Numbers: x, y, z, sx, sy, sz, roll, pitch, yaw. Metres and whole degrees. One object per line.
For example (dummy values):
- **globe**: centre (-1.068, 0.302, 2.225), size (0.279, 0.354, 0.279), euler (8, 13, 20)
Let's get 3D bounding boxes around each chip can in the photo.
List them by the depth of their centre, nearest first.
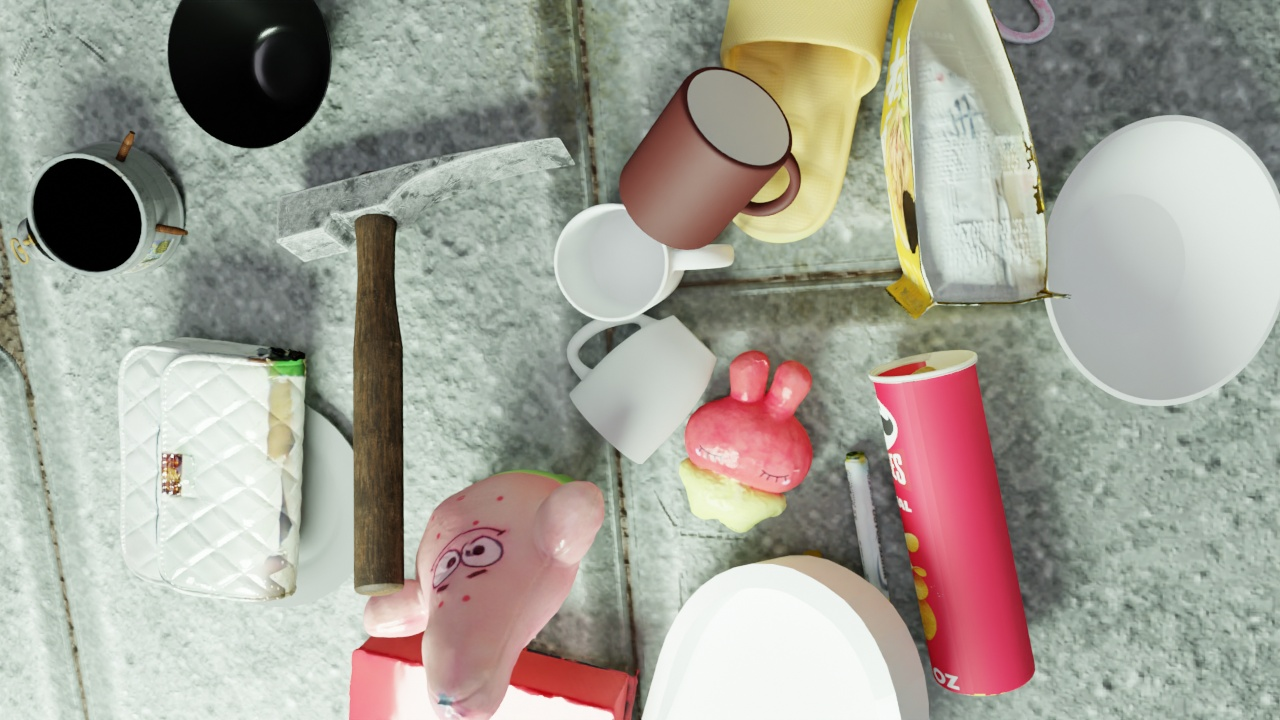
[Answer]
- **chip can**: centre (0.210, 0.108, 0.618), size (0.069, 0.069, 0.220), euler (-12, 97, 12)

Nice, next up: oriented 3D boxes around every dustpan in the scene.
- **dustpan**: centre (0.086, 0.262, 0.628), size (0.192, 0.053, 0.258), euler (27, 103, 35)

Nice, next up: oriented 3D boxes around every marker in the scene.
- **marker**: centre (0.165, 0.137, 0.657), size (0.017, 0.017, 0.146), euler (-10, 97, 11)

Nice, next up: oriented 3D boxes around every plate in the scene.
- **plate**: centre (0.316, -0.061, 0.571), size (0.174, 0.036, 0.174), euler (-1, 95, -12)
- **plate**: centre (-0.298, 0.112, 0.738), size (0.178, 0.012, 0.178), euler (2, 99, 10)

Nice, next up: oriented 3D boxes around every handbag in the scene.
- **handbag**: centre (-0.323, 0.082, 0.693), size (0.139, 0.072, 0.195), euler (6, 100, 8)

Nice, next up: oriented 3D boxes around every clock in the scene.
- **clock**: centre (-0.421, -0.108, 0.702), size (0.148, 0.056, 0.104), euler (-21, 104, 8)

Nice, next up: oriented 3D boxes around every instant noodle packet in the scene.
- **instant noodle packet**: centre (0.176, -0.144, 0.536), size (0.084, 0.162, 0.221), euler (-8, 97, 12)

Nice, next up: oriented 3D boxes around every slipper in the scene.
- **slipper**: centre (0.095, -0.189, 0.547), size (0.099, 0.078, 0.264), euler (13, 123, 12)

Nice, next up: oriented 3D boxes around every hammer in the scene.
- **hammer**: centre (-0.141, -0.002, 0.613), size (0.218, 0.037, 0.300), euler (-11, 69, 12)

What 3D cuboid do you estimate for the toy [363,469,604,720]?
- **toy**: centre (-0.097, 0.141, 0.593), size (0.192, 0.236, 0.097), euler (-31, 108, 13)

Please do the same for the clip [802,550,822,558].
- **clip**: centre (0.135, 0.167, 0.666), size (0.048, 0.046, 0.054), euler (13, 102, 42)

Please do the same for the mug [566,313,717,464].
- **mug**: centre (-0.004, 0.004, 0.648), size (0.089, 0.071, 0.107), euler (-46, 61, 5)

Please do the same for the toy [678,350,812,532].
- **toy**: centre (0.077, 0.058, 0.645), size (0.091, 0.045, 0.135), euler (22, 108, 4)

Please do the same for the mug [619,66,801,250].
- **mug**: centre (0.052, -0.115, 0.551), size (0.105, 0.083, 0.073), euler (12, 59, -23)

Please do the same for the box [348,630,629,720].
- **box**: centre (-0.100, 0.334, 0.813), size (0.213, 0.375, 0.148), euler (9, 69, 13)

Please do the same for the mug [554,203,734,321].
- **mug**: centre (0.007, -0.068, 0.614), size (0.110, 0.090, 0.074), euler (-1, 99, 10)

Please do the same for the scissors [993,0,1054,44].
- **scissors**: centre (0.233, -0.281, 0.579), size (0.171, 0.013, 0.175), euler (-6, 98, 11)

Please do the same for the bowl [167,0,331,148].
- **bowl**: centre (-0.267, -0.214, 0.659), size (0.124, 0.052, 0.124), euler (2, 99, 10)
